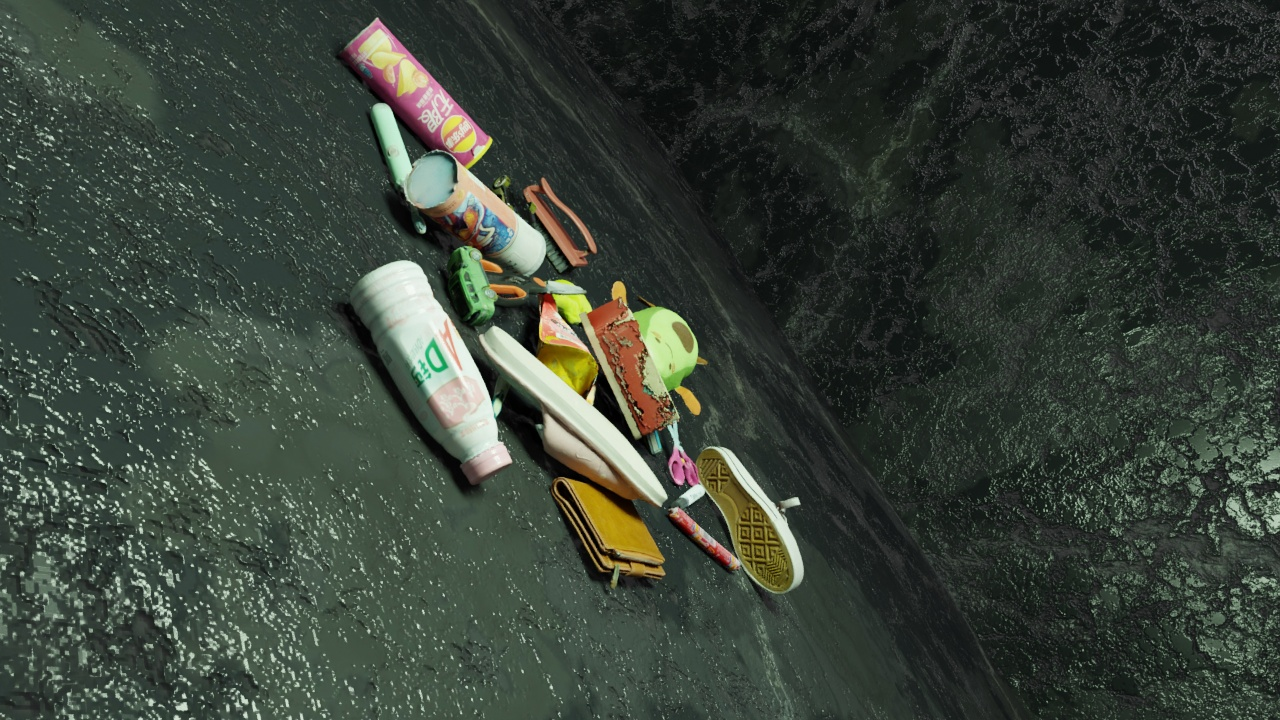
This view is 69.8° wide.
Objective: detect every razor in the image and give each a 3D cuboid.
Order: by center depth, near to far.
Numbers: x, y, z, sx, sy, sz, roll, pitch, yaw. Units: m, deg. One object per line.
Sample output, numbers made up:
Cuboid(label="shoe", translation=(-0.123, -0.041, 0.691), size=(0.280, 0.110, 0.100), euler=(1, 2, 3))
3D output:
Cuboid(label="razor", translation=(0.017, 0.082, 1.278), size=(0.132, 0.028, 0.043), euler=(-80, 153, -65))

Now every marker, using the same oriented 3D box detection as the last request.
Cuboid(label="marker", translation=(0.063, 0.184, 1.214), size=(0.130, 0.018, 0.022), euler=(-5, 85, -73))

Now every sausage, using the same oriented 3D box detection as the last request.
Cuboid(label="sausage", translation=(0.083, 0.229, 1.164), size=(0.156, 0.020, 0.020), euler=(44, 17, -31))

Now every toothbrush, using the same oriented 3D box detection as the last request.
Cuboid(label="toothbrush", translation=(-0.144, 0.045, 0.899), size=(0.016, 0.018, 0.191), euler=(49, 13, -16))
Cuboid(label="toothbrush", translation=(-0.280, -0.224, 1.066), size=(0.027, 0.026, 0.224), euler=(64, 0, -56))

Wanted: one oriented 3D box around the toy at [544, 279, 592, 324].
Cuboid(label="toy", translation=(-0.101, -0.084, 1.290), size=(0.096, 0.031, 0.100), euler=(45, 18, -24))

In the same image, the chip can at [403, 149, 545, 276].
Cuboid(label="chip can", translation=(-0.188, -0.166, 1.076), size=(0.071, 0.071, 0.214), euler=(60, 9, 24))

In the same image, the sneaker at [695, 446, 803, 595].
Cuboid(label="sneaker", translation=(0.167, 0.219, 1.292), size=(0.087, 0.118, 0.241), euler=(8, 39, -42))

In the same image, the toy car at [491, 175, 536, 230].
Cuboid(label="toy car", translation=(-0.180, -0.207, 1.301), size=(0.070, 0.042, 0.158), euler=(43, 17, -34))

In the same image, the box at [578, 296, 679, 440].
Cuboid(label="box", translation=(-0.007, 0.007, 1.170), size=(0.091, 0.079, 0.168), euler=(-118, -176, -69))

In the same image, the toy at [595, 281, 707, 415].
Cuboid(label="toy", translation=(0.024, -0.017, 1.332), size=(0.227, 0.090, 0.246), euler=(53, 25, -5))

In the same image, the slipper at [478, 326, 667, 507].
Cuboid(label="slipper", translation=(-0.073, 0.071, 0.955), size=(0.274, 0.054, 0.114), euler=(45, 5, -24))

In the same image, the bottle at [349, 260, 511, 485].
Cuboid(label="bottle", translation=(-0.175, 0.013, 0.784), size=(0.197, 0.068, 0.068), euler=(60, 16, 7))

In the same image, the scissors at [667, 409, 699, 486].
Cuboid(label="scissors", translation=(0.055, 0.124, 1.279), size=(0.125, 0.017, 0.133), euler=(47, 29, -42))

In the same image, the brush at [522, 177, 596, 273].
Cuboid(label="brush", translation=(-0.130, -0.206, 1.400), size=(0.146, 0.069, 0.063), euler=(54, 14, 3))

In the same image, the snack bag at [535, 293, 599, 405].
Cuboid(label="snack bag", translation=(-0.089, -0.010, 1.107), size=(0.128, 0.073, 0.207), euler=(56, 5, -16))

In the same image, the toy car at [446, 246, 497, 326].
Cuboid(label="toy car", translation=(-0.186, -0.081, 0.992), size=(0.036, 0.043, 0.091), euler=(2, 58, -43))

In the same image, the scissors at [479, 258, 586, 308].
Cuboid(label="scissors", translation=(-0.127, -0.080, 1.115), size=(0.234, 0.022, 0.136), euler=(16, 27, -41))

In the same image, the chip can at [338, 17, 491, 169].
Cuboid(label="chip can", translation=(-0.294, -0.344, 1.209), size=(0.210, 0.071, 0.071), euler=(45, 17, -26))

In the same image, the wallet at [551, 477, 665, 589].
Cuboid(label="wallet", translation=(-0.024, 0.175, 0.927), size=(0.130, 0.035, 0.119), euler=(30, 26, -57))
